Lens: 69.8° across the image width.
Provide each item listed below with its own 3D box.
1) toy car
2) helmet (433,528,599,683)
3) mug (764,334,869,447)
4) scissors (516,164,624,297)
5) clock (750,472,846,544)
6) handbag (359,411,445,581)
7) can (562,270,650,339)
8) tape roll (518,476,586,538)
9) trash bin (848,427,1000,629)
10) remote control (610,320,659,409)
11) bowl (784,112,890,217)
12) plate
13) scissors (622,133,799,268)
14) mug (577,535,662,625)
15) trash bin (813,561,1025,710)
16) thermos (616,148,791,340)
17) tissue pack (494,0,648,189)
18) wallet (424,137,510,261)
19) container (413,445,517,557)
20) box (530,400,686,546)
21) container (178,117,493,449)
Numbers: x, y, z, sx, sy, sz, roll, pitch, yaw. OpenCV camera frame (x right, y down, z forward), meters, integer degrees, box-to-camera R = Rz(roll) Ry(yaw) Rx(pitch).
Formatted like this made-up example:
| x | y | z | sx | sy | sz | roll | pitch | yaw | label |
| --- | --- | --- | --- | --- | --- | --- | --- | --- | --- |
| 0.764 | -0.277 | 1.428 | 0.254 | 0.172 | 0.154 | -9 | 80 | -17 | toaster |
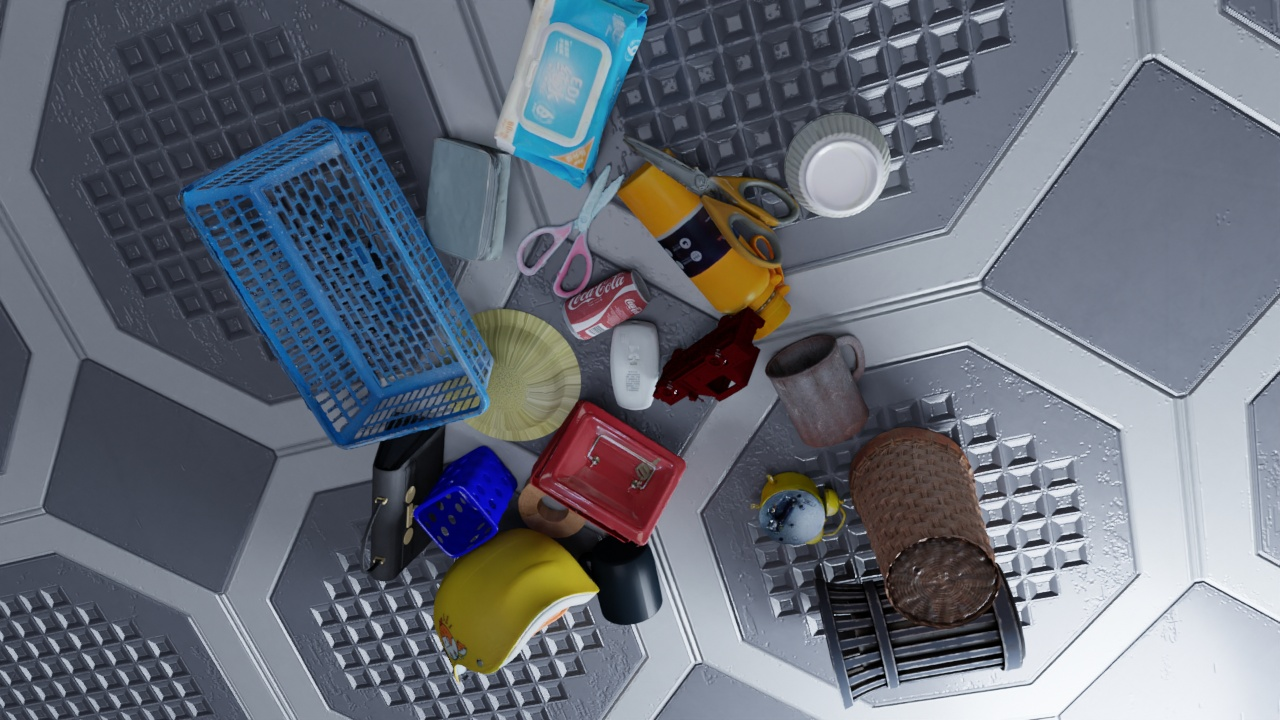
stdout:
| x | y | z | sx | sy | sz | roll | pitch | yaw | label |
| --- | --- | --- | --- | --- | --- | --- | --- | --- | --- |
| 0.085 | 0.005 | 1.059 | 0.062 | 0.070 | 0.170 | 35 | 144 | -14 | toy car |
| -0.186 | 0.303 | 1.200 | 0.139 | 0.208 | 0.241 | 56 | 146 | 4 | helmet |
| 0.222 | 0.028 | 1.086 | 0.122 | 0.096 | 0.110 | -34 | 114 | -13 | mug |
| -0.083 | -0.162 | 1.071 | 0.101 | 0.016 | 0.179 | 26 | 115 | -4 | scissors |
| 0.204 | 0.192 | 1.169 | 0.119 | 0.057 | 0.083 | 22 | 114 | -3 | clock |
| -0.314 | 0.191 | 1.156 | 0.072 | 0.195 | 0.176 | 10 | 115 | 2 | handbag |
| -0.040 | -0.066 | 1.086 | 0.097 | 0.054 | 0.054 | -26 | 108 | 17 | can |
| -0.114 | 0.190 | 1.223 | 0.094 | 0.027 | 0.094 | 3 | 114 | 6 | tape roll |
| 0.328 | 0.190 | 1.069 | 0.151 | 0.209 | 0.151 | 3 | 113 | 6 | trash bin |
| -0.007 | 0.007 | 1.128 | 0.060 | 0.028 | 0.114 | 1 | 114 | 6 | remote control |
| 0.214 | -0.204 | 0.988 | 0.115 | 0.062 | 0.115 | 3 | 114 | 6 | bowl |
| -0.169 | 0.029 | 1.154 | 0.184 | 0.036 | 0.185 | 3 | 114 | 6 | plate |
| 0.079 | -0.192 | 0.992 | 0.229 | 0.016 | 0.113 | 33 | 69 | -18 | scissors |
| -0.034 | 0.287 | 1.235 | 0.122 | 0.085 | 0.094 | 6 | 117 | 36 | mug |
| 0.351 | 0.338 | 1.163 | 0.227 | 0.164 | 0.164 | -13 | 112 | 9 | trash bin |
| 0.082 | -0.130 | 1.030 | 0.092 | 0.076 | 0.232 | -36 | 105 | 25 | thermos |
| -0.079 | -0.296 | 0.984 | 0.117 | 0.065 | 0.210 | 22 | 116 | -2 | tissue pack |
| -0.196 | -0.184 | 1.043 | 0.100 | 0.054 | 0.132 | 22 | 117 | 27 | wallet |
| -0.221 | 0.179 | 1.183 | 0.085 | 0.113 | 0.084 | -32 | 105 | 18 | container |
| -0.043 | 0.139 | 1.150 | 0.157 | 0.127 | 0.136 | 34 | 76 | -6 | box |
| -0.335 | -0.085 | 1.071 | 0.258 | 0.089 | 0.362 | -15 | 112 | 29 | container |
